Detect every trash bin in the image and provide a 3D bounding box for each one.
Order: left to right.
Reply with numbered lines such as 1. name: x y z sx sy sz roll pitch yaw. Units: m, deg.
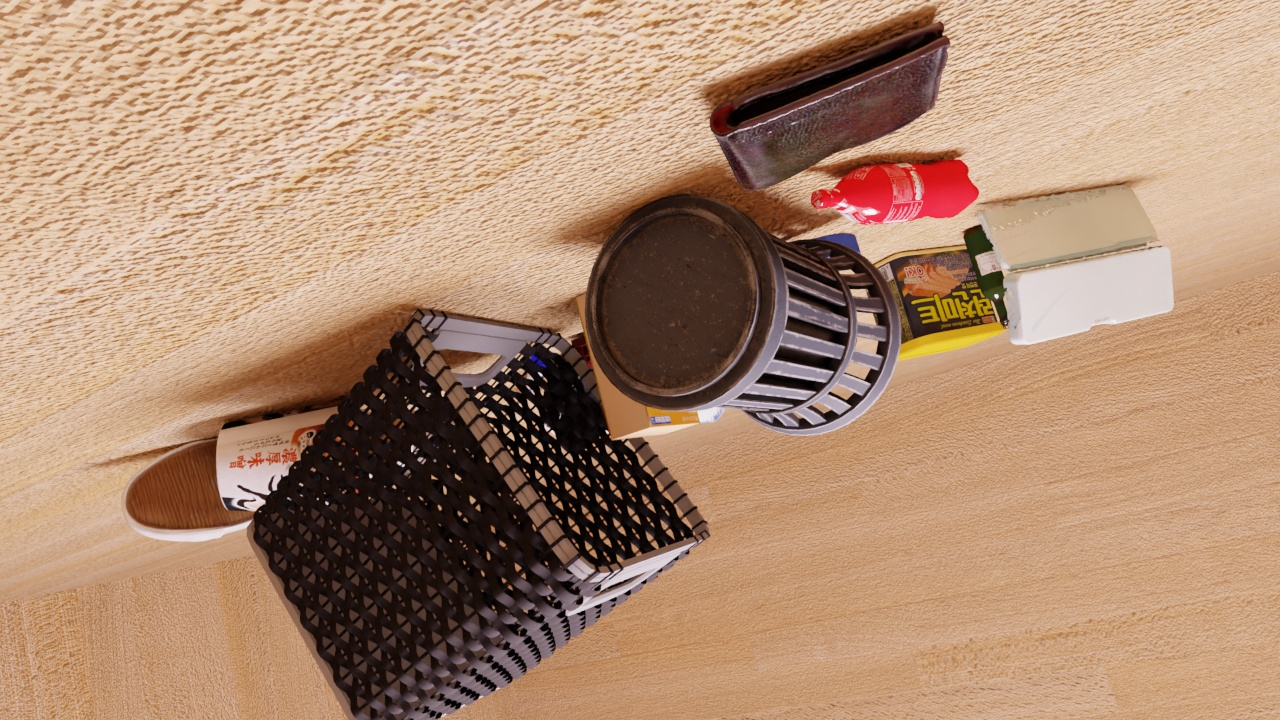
1. trash bin: 0.077 -0.029 0.674 0.165 0.164 0.227 -20 165 29

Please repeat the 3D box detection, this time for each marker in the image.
1. marker: -0.114 0.014 1.015 0.020 0.020 0.142 -13 170 -12

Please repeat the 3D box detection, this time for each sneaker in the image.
1. sneaker: -0.402 0.131 1.009 0.294 0.120 0.128 -13 158 -27

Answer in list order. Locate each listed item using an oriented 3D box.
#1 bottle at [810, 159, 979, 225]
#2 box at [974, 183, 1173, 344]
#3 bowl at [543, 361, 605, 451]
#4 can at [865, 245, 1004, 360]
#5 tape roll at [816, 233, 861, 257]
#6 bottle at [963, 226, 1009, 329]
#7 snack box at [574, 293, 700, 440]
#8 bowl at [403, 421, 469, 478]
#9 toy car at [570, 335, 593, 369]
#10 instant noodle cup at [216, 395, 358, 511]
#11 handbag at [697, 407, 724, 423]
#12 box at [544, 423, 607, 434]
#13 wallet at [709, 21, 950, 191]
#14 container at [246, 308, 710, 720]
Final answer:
1. bottle: 0.179 -0.118 0.647 0.141 0.042 0.042 -9 169 -29
2. box: 0.411 -0.093 0.853 0.196 0.136 0.043 -11 175 -23
3. bowl: -0.074 0.039 1.049 0.052 0.124 0.124 25 -170 26
4. can: 0.311 -0.062 0.984 0.130 0.101 0.073 -9 169 -30
5. tape roll: 0.155 -0.090 0.843 0.091 0.016 0.093 -16 170 9
6. bottle: 0.349 -0.082 0.915 0.025 0.106 0.025 -15 170 -3
7. snack box: -0.001 0.001 0.800 0.040 0.125 0.088 -20 169 29
8. bowl: -0.266 0.103 1.134 0.115 0.059 0.115 -24 -176 1
9. toy car: -0.005 0.006 0.987 0.070 0.061 0.169 -19 165 21
10. instant noodle cup: -0.345 0.100 0.911 0.121 0.123 0.124 -4 168 -11
11. handbag: 0.065 -0.018 0.895 0.068 0.144 0.170 24 157 14
12. box: -0.076 0.063 1.155 0.160 0.081 0.092 -1 122 -48
13. wallet: 0.100 -0.134 0.491 0.120 0.031 0.099 -20 172 12
14. container: -0.138 0.138 0.781 0.244 0.245 0.247 -43 161 16
